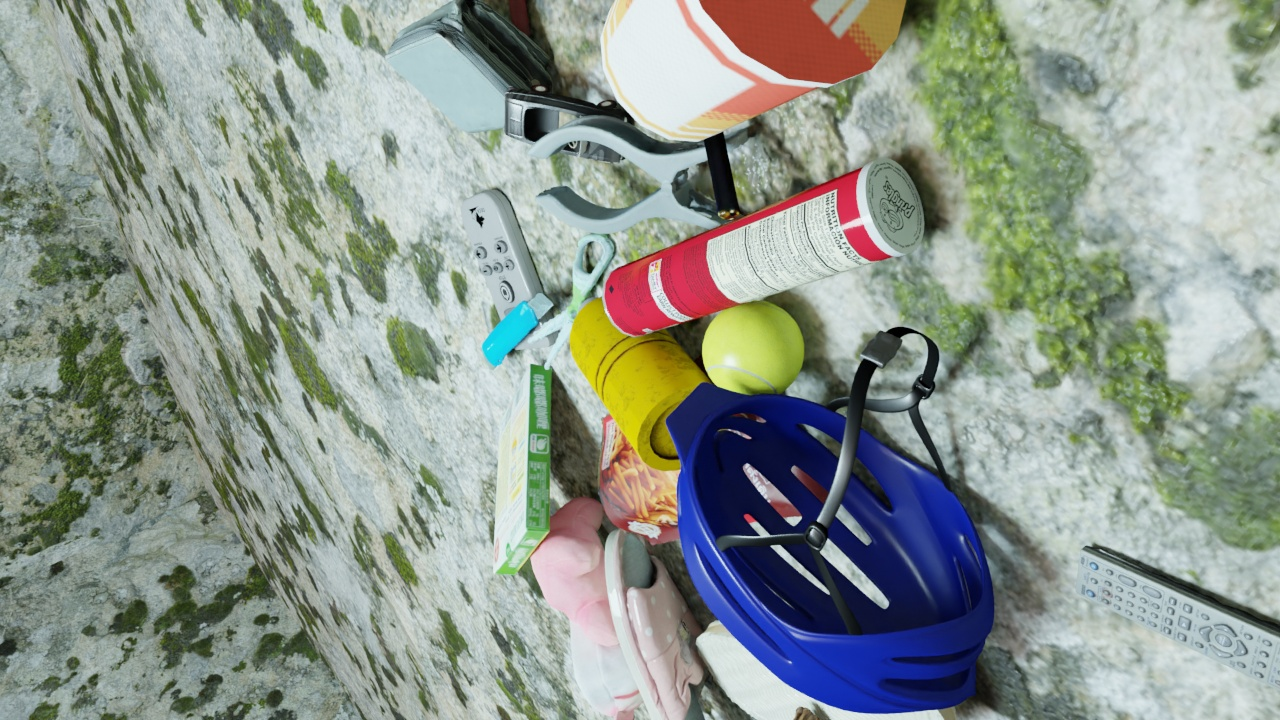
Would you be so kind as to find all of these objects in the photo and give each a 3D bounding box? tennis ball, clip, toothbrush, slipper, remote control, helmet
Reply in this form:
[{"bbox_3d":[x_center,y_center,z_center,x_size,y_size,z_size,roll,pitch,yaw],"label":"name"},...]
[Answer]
[{"bbox_3d":[0.073,-0.006,0.592,0.065,0.065,0.065,33,137,37],"label":"tennis ball"},{"bbox_3d":[-0.005,-0.137,0.600,0.163,0.028,0.115,11,126,27],"label":"clip"},{"bbox_3d":[-0.103,-0.326,0.649,0.016,0.016,0.190,22,130,45],"label":"toothbrush"},{"bbox_3d":[0.033,0.276,0.825,0.054,0.114,0.274,-17,95,15],"label":"slipper"},{"bbox_3d":[0.133,0.237,0.696,0.114,0.053,0.273,60,152,-3],"label":"slipper"},{"bbox_3d":[0.283,0.133,0.451,0.137,0.013,0.033,23,131,45],"label":"remote control"},{"bbox_3d":[-0.124,-0.082,0.851,0.074,0.019,0.151,-3,111,55],"label":"remote control"},{"bbox_3d":[0.124,0.088,0.512,0.241,0.147,0.228,40,144,9],"label":"helmet"}]

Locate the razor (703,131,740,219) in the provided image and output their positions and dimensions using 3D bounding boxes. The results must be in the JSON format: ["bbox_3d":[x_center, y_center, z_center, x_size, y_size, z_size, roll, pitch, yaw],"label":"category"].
[{"bbox_3d":[0.039,-0.149,0.550,0.043,0.022,0.144,-41,58,55],"label":"razor"}]

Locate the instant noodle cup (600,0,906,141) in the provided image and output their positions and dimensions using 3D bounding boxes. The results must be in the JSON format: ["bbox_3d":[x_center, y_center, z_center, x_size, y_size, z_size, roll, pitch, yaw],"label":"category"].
[{"bbox_3d":[0.045,-0.177,0.468,0.123,0.123,0.121,65,155,-4],"label":"instant noodle cup"}]

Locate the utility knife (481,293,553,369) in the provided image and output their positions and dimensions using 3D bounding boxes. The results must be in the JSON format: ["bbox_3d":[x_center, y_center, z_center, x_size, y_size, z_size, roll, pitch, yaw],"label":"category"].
[{"bbox_3d":[-0.117,-0.027,0.849,0.031,0.015,0.186,56,151,-2],"label":"utility knife"}]

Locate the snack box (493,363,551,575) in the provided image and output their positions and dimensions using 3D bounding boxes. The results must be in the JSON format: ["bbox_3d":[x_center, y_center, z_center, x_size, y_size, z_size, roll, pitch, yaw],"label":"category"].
[{"bbox_3d":[-0.114,0.106,0.886,0.132,0.027,0.167,126,148,-54],"label":"snack box"}]

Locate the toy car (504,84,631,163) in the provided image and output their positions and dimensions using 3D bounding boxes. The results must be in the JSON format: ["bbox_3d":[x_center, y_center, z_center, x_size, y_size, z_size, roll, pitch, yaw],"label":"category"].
[{"bbox_3d":[-0.054,-0.167,0.653,0.092,0.037,0.040,15,131,8],"label":"toy car"}]

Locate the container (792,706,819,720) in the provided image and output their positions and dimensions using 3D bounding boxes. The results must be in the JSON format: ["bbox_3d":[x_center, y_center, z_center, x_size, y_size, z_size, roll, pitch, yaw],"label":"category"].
[{"bbox_3d":[0.133,0.415,0.700,0.250,0.161,0.184,45,152,3],"label":"container"}]

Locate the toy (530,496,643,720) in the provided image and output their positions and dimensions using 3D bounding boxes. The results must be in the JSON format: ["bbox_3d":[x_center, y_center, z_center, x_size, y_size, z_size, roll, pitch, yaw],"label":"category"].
[{"bbox_3d":[-0.039,0.248,0.883,0.141,0.084,0.213,-87,-25,-75],"label":"toy"}]

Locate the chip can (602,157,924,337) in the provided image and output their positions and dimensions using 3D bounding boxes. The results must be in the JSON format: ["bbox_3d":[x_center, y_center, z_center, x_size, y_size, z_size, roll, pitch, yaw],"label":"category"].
[{"bbox_3d":[0.062,-0.060,0.552,0.215,0.051,0.052,-16,100,48],"label":"chip can"}]

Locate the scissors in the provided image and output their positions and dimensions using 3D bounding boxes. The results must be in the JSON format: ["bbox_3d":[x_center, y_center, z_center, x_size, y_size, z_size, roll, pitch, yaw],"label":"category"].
[{"bbox_3d":[-0.051,-0.032,0.777,0.093,0.032,0.175,50,143,10],"label":"scissors"}]

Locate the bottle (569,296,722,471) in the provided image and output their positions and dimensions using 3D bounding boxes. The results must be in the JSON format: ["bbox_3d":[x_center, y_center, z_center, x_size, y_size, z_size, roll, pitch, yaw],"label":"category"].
[{"bbox_3d":[-0.004,0.004,0.667,0.163,0.071,0.071,-128,30,-49],"label":"bottle"}]

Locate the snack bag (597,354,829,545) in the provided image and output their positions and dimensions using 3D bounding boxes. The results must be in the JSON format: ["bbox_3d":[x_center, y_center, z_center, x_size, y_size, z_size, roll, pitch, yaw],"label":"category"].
[{"bbox_3d":[0.047,0.070,0.714,0.209,0.066,0.139,-29,83,48],"label":"snack bag"}]

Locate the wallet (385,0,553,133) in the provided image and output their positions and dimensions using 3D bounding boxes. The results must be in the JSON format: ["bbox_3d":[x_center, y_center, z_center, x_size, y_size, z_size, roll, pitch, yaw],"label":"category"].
[{"bbox_3d":[-0.134,-0.225,0.710,0.100,0.054,0.132,44,159,-31],"label":"wallet"}]
